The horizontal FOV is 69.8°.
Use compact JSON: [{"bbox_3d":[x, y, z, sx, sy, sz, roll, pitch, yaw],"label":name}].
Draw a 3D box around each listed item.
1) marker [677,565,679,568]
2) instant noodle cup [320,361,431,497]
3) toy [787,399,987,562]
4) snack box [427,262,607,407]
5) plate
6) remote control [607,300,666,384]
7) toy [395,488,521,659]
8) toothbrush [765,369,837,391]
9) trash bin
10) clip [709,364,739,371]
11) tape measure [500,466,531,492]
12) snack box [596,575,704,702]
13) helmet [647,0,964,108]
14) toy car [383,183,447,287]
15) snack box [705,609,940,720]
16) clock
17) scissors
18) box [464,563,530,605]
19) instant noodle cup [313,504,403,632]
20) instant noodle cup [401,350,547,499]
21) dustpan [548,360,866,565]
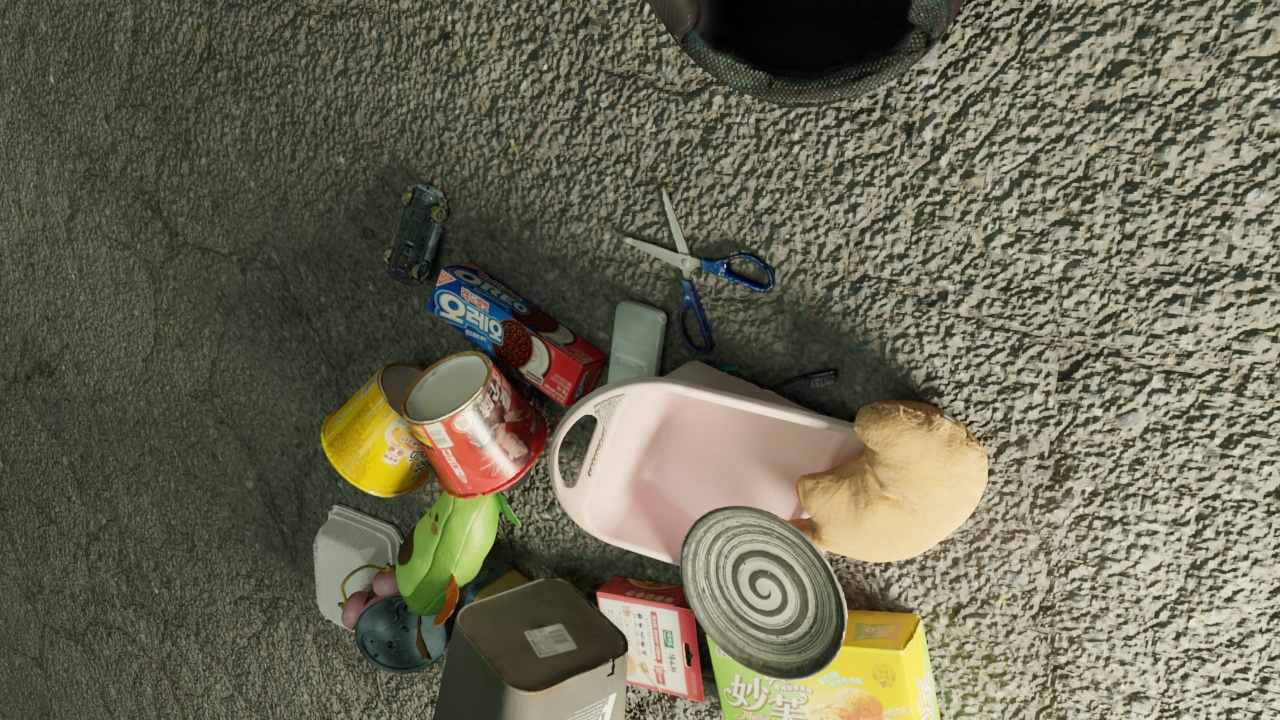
[{"bbox_3d":[0.034,0.194,0.994,0.022,0.020,0.132,-30,88,42],"label":"marker"},{"bbox_3d":[-0.291,0.075,1.092,0.138,0.137,0.110,48,114,10],"label":"instant noodle cup"},{"bbox_3d":[0.207,0.130,0.824,0.143,0.082,0.227,33,122,-4],"label":"toy"},{"bbox_3d":[-0.138,-0.031,1.004,0.207,0.057,0.058,34,117,18],"label":"snack box"},{"bbox_3d":[0.115,0.216,0.869,0.180,0.024,0.180,14,114,33],"label":"plate"},{"bbox_3d":[-0.006,0.006,0.957,0.056,0.020,0.136,19,115,26],"label":"remote control"},{"bbox_3d":[-0.229,0.222,1.073,0.247,0.090,0.226,-57,30,28],"label":"toy"},{"bbox_3d":[0.108,0.036,0.902,0.189,0.014,0.017,-17,90,35],"label":"toothbrush"},{"bbox_3d":[-0.120,0.386,1.022,0.199,0.198,0.220,34,123,42],"label":"trash bin"},{"bbox_3d":[0.073,0.015,0.917,0.056,0.013,0.038,8,109,27],"label":"clip"},{"bbox_3d":[-0.156,0.123,1.075,0.057,0.039,0.058,25,112,23],"label":"tape measure"},{"bbox_3d":[0.020,0.308,1.024,0.127,0.044,0.113,2,106,32],"label":"snack box"},{"bbox_3d":[0.125,-0.322,0.648,0.234,0.229,0.275,8,111,14],"label":"helmet"},{"bbox_3d":[-0.255,-0.143,1.053,0.054,0.036,0.121,27,108,22],"label":"toy car"},{"bbox_3d":[0.183,0.334,0.919,0.210,0.069,0.158,-6,102,32],"label":"snack box"},{"bbox_3d":[-0.321,0.330,1.195,0.117,0.059,0.158,-40,107,10],"label":"clock"},{"bbox_3d":[0.054,-0.085,0.897,0.176,0.012,0.162,11,111,29],"label":"scissors"},{"bbox_3d":[-0.182,0.336,1.130,0.059,0.089,0.185,28,116,22],"label":"box"},{"bbox_3d":[-0.392,0.299,1.263,0.138,0.060,0.174,14,114,27],"label":"instant noodle cup"},{"bbox_3d":[-0.183,0.064,0.993,0.138,0.137,0.109,0,135,31],"label":"instant noodle cup"},{"bbox_3d":[0.058,0.123,0.875,0.273,0.138,0.223,29,122,19],"label":"dustpan"}]
